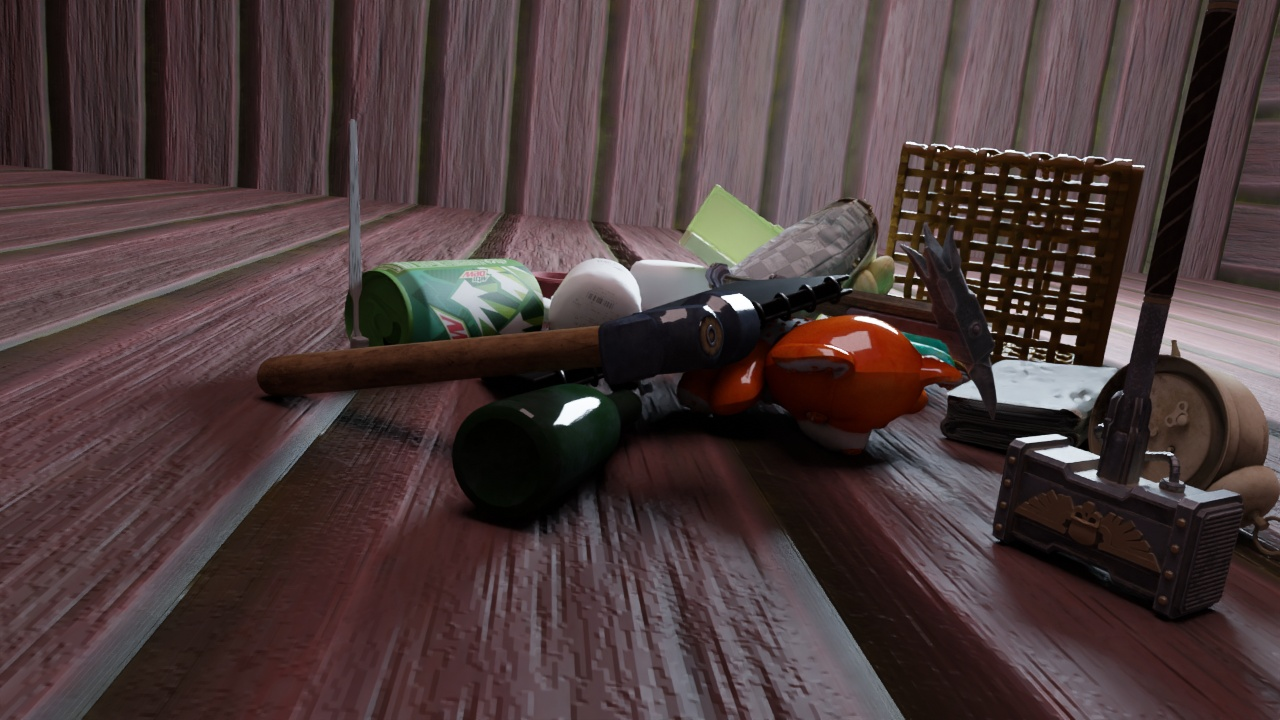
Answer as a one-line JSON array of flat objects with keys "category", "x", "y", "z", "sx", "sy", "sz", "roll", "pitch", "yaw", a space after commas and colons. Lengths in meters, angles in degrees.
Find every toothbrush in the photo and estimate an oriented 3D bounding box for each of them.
[{"category": "toothbrush", "x": -0.195, "y": -0.073, "z": 0.636, "sx": 0.010, "sy": 0.182, "sz": 0.010, "roll": 19, "pitch": 23, "yaw": 37}, {"category": "toothbrush", "x": -0.004, "y": 0.004, "z": 0.748, "sx": 0.024, "sy": 0.022, "sz": 0.185, "roll": -13, "pitch": 11, "yaw": 0}]

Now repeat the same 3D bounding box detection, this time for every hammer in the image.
[{"category": "hammer", "x": 0.141, "y": -0.044, "z": 0.709, "sx": 0.028, "sy": 0.147, "sz": 0.317, "roll": -38, "pitch": 25, "yaw": -15}, {"category": "hammer", "x": 0.238, "y": -0.055, "z": 0.412, "sx": 0.044, "sy": 0.322, "sz": 0.098, "roll": -2, "pitch": 14, "yaw": -32}, {"category": "hammer", "x": -0.104, "y": 0.000, "z": 0.518, "sx": 0.322, "sy": 0.040, "sz": 0.129, "roll": -5, "pitch": 5, "yaw": 31}]

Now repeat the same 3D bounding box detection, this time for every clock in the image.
[{"category": "clock", "x": 0.330, "y": 0.057, "z": 0.538, "sx": 0.054, "sy": 0.093, "sz": 0.140, "roll": 8, "pitch": 36, "yaw": -21}, {"category": "clock", "x": -0.079, "y": -0.070, "z": 1.008, "sx": 0.125, "sy": 0.044, "sz": 0.087, "roll": 13, "pitch": 14, "yaw": 35}]

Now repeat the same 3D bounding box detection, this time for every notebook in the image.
[{"category": "notebook", "x": 0.012, "y": -0.021, "z": 0.654, "sx": 0.231, "sy": 0.019, "sz": 0.169, "roll": -19, "pitch": 10, "yaw": -20}]

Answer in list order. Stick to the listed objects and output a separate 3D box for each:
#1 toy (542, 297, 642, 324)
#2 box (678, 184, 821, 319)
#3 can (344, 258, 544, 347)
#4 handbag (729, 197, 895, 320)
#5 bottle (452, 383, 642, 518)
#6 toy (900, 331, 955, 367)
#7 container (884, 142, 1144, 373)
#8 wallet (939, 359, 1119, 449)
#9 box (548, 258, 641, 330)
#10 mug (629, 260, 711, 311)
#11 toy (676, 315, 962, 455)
[{"category": "toy", "x": -0.053, "y": -0.043, "z": 0.914, "sx": 0.125, "sy": 0.037, "sz": 0.076, "roll": 5, "pitch": 8, "yaw": -14}, {"category": "box", "x": 0.131, "y": -0.098, "z": 1.014, "sx": 0.188, "sy": 0.061, "sz": 0.133, "roll": 34, "pitch": 47, "yaw": -10}, {"category": "can", "x": -0.151, "y": -0.037, "z": 0.725, "sx": 0.083, "sy": 0.083, "sz": 0.143, "roll": 14, "pitch": 15, "yaw": 34}, {"category": "handbag", "x": 0.162, "y": -0.064, "z": 0.896, "sx": 0.171, "sy": 0.123, "sz": 0.112, "roll": -31, "pitch": -22, "yaw": -6}, {"category": "bottle", "x": -0.036, "y": 0.038, "z": 0.503, "sx": 0.055, "sy": 0.055, "sz": 0.174, "roll": 10, "pitch": 10, "yaw": 18}, {"category": "toy", "x": 0.215, "y": -0.012, "z": 0.803, "sx": 0.131, "sy": 0.072, "sz": 0.193, "roll": 3, "pitch": 7, "yaw": 34}, {"category": "container", "x": 0.398, "y": -0.108, "z": 0.993, "sx": 0.214, "sy": 0.220, "sz": 0.251, "roll": 11, "pitch": 13, "yaw": 25}, {"category": "wallet", "x": 0.291, "y": 0.035, "z": 0.680, "sx": 0.101, "sy": 0.054, "sz": 0.131, "roll": 4, "pitch": 10, "yaw": 41}, {"category": "box", "x": -0.041, "y": -0.047, "z": 0.813, "sx": 0.081, "sy": 0.092, "sz": 0.159, "roll": 22, "pitch": 15, "yaw": -5}, {"category": "mug", "x": 0.043, "y": -0.071, "z": 1.014, "sx": 0.116, "sy": 0.068, "sz": 0.094, "roll": 8, "pitch": 12, "yaw": 9}, {"category": "toy", "x": 0.123, "y": 0.014, "z": 0.629, "sx": 0.163, "sy": 0.093, "sz": 0.173, "roll": 4, "pitch": -1, "yaw": -20}]
